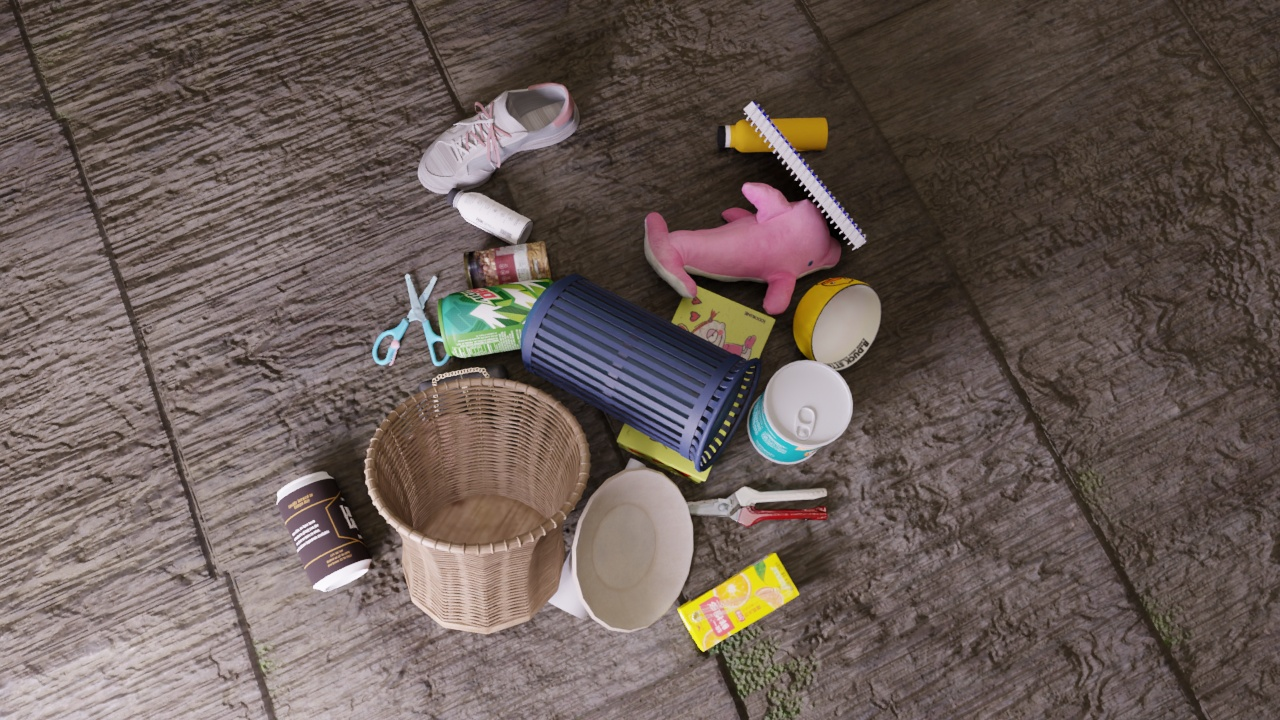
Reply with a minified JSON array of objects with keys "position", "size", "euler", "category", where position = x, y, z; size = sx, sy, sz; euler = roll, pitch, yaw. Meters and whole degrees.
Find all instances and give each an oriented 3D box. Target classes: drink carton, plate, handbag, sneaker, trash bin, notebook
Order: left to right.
[{"position":[-0.214,0.051,1.147],"size":[0.128,0.054,0.079],"euler":[-14,88,-7],"category":"handbag"},{"position":[-0.190,-0.304,1.207],"size":[0.236,0.089,0.099],"euler":[-29,79,-7],"category":"sneaker"},{"position":[-0.013,0.219,1.072],"size":[0.188,0.027,0.188],"euler":[1,89,-42],"category":"plate"},{"position":[-0.006,0.006,1.038],"size":[0.249,0.139,0.139],"euler":[28,77,17],"category":"trash bin"},{"position":[0.116,0.288,1.093],"size":[0.134,0.043,0.058],"euler":[-29,79,-7],"category":"drink carton"},{"position":[0.203,-0.232,1.136],"size":[0.022,0.171,0.209],"euler":[-39,95,16],"category":"notebook"}]

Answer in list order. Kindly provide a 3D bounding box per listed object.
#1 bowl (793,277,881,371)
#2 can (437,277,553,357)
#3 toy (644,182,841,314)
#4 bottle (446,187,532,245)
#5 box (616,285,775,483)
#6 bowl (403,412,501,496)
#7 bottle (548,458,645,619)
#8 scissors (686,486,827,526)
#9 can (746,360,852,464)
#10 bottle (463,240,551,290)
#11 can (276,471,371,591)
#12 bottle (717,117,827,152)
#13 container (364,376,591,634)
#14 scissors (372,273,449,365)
[{"position":[0.237,-0.052,1.152],"size":[0.117,0.117,0.068],"euler":[-43,40,-10],"category":"bowl"},{"position":[-0.175,-0.053,1.150],"size":[0.144,0.083,0.083],"euler":[-10,77,-3],"category":"can"},{"position":[0.137,-0.156,1.137],"size":[0.265,0.128,0.186],"euler":[-5,48,-17],"category":"toy"},{"position":[-0.201,-0.192,1.206],"size":[0.116,0.041,0.041],"euler":[28,77,6],"category":"bottle"},{"position":[0.068,0.031,1.137],"size":[0.124,0.079,0.220],"euler":[26,76,6],"category":"box"},{"position":[-0.228,0.109,1.117],"size":[0.119,0.032,0.119],"euler":[-7,119,-13],"category":"bowl"},{"position":[-0.045,0.210,1.105],"size":[0.052,0.052,0.195],"euler":[25,77,5],"category":"bottle"},{"position":[0.135,0.186,1.133],"size":[0.188,0.015,0.140],"euler":[-33,80,-6],"category":"scissors"},{"position":[0.186,0.065,1.096],"size":[0.099,0.144,0.099],"euler":[0,76,-1],"category":"can"},{"position":[-0.170,-0.119,1.181],"size":[0.105,0.056,0.056],"euler":[-9,77,-3],"category":"bottle"},{"position":[-0.377,0.203,1.092],"size":[0.072,0.072,0.128],"euler":[-27,78,-7],"category":"can"},{"position":[0.176,-0.303,1.237],"size":[0.143,0.043,0.043],"euler":[-2,76,-1],"category":"bottle"},{"position":[-0.174,0.166,1.005],"size":[0.227,0.197,0.226],"euler":[4,45,-4],"category":"container"},{"position":[-0.280,-0.045,1.184],"size":[0.118,0.015,0.139],"euler":[26,83,5],"category":"scissors"}]
